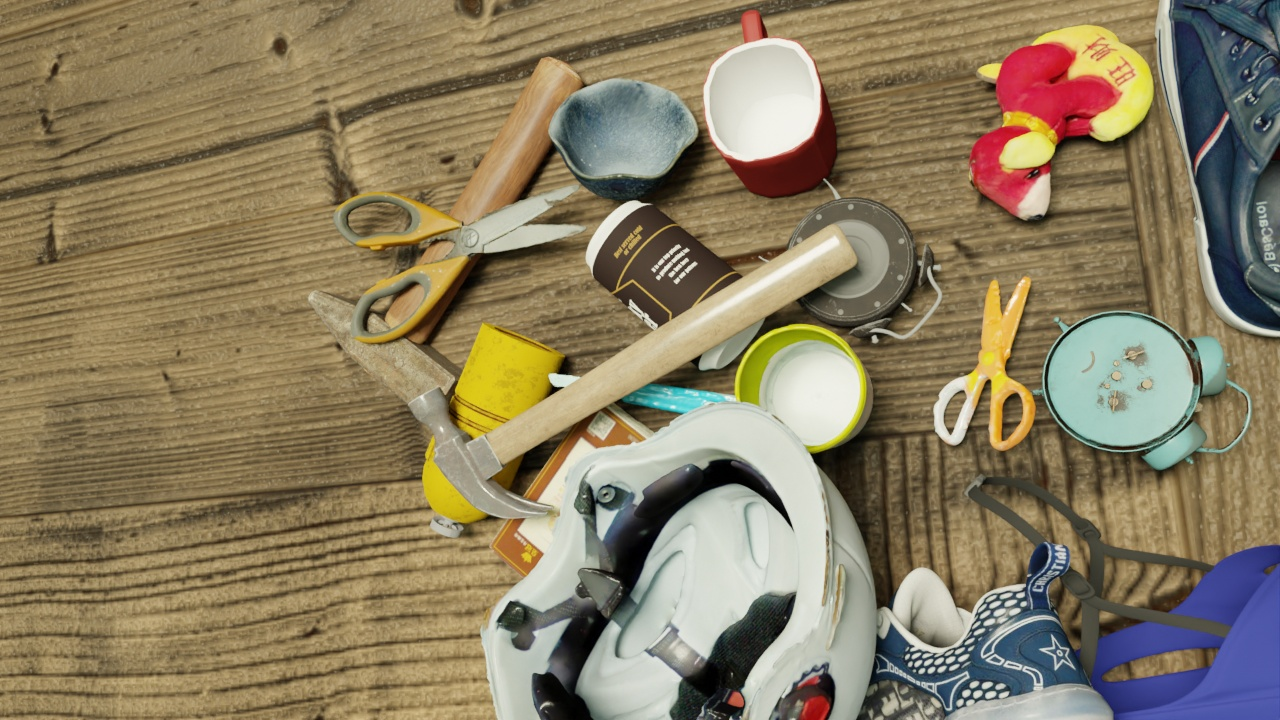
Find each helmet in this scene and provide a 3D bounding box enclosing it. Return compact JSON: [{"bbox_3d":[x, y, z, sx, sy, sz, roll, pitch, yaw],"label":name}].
[{"bbox_3d":[0.043,0.167,0.558,0.264,0.163,0.237,-57,36,1],"label":"helmet"},{"bbox_3d":[0.301,0.147,0.529,0.242,0.147,0.227,-33,79,27],"label":"helmet"}]

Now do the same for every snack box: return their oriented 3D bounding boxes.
[{"bbox_3d":[-0.017,0.127,0.694,0.143,0.041,0.147,36,97,17],"label":"snack box"}]

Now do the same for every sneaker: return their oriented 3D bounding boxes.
[{"bbox_3d":[0.388,-0.166,0.543,0.121,0.127,0.294,-3,83,19],"label":"sneaker"},{"bbox_3d":[0.170,0.195,0.549,0.103,0.270,0.132,5,65,-19],"label":"sneaker"}]

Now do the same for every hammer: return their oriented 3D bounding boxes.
[{"bbox_3d":[-0.144,-0.117,0.757,0.158,0.037,0.301,36,97,17],"label":"hammer"},{"bbox_3d":[-0.004,0.004,0.637,0.332,0.030,0.119,-30,90,13],"label":"hammer"}]

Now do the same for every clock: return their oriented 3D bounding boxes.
[{"bbox_3d":[0.154,-0.065,0.652,0.123,0.043,0.091,42,99,16],"label":"clock"},{"bbox_3d":[0.319,0.019,0.587,0.124,0.053,0.090,22,94,18],"label":"clock"}]

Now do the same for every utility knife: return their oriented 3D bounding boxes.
[{"bbox_3d":[0.009,0.024,0.687,0.158,0.015,0.022,11,92,2],"label":"utility knife"}]

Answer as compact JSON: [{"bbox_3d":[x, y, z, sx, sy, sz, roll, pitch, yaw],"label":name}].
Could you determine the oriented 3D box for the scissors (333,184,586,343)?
[{"bbox_3d":[-0.153,-0.103,0.730,0.225,0.016,0.166,-28,78,14],"label":"scissors"}]

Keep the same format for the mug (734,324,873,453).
[{"bbox_3d":[0.115,0.022,0.625,0.083,0.106,0.082,-2,85,18],"label":"mug"}]

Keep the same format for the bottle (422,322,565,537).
[{"bbox_3d":[-0.123,0.059,0.720,0.071,0.071,0.164,24,93,18],"label":"bottle"}]

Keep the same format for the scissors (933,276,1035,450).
[{"bbox_3d":[0.233,0.000,0.631,0.084,0.012,0.133,-17,57,50],"label":"scissors"}]

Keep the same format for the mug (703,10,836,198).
[{"bbox_3d":[0.092,-0.184,0.653,0.080,0.096,0.116,-9,83,17],"label":"mug"}]

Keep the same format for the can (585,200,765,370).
[{"bbox_3d":[0.026,-0.055,0.678,0.128,0.072,0.072,41,98,17],"label":"can"}]

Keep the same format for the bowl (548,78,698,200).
[{"bbox_3d":[-0.012,-0.160,0.699,0.110,0.055,0.110,0,55,0],"label":"bowl"}]

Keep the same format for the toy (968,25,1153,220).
[{"bbox_3d":[0.271,-0.168,0.615,0.105,0.067,0.137,40,90,21],"label":"toy"}]
